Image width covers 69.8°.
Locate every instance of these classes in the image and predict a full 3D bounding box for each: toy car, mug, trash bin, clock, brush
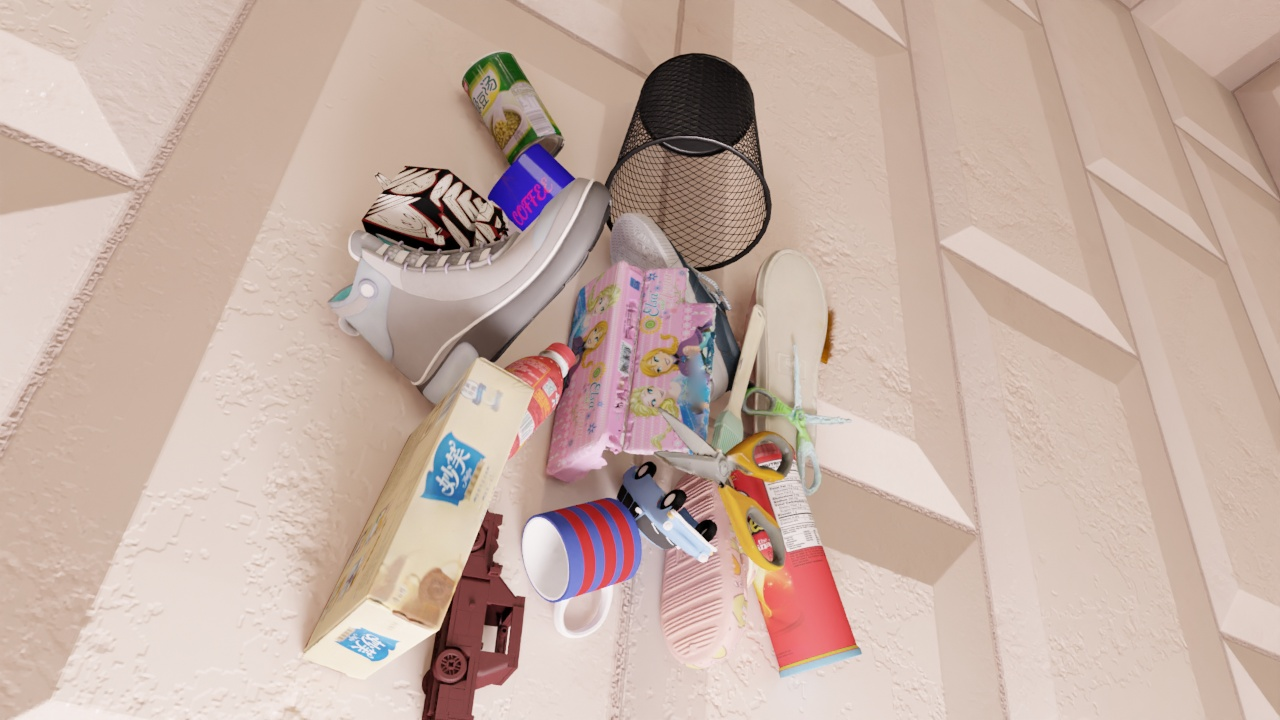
[{"bbox_3d":[-0.127,0.202,0.712,0.062,0.070,0.169,13,54,-15],"label":"toy car"},{"bbox_3d":[-0.101,-0.174,0.981,0.083,0.079,0.111,43,18,-5],"label":"mug"},{"bbox_3d":[0.059,-0.241,1.072,0.184,0.185,0.209,27,44,-20],"label":"trash bin"},{"bbox_3d":[-0.178,-0.106,0.840,0.154,0.115,0.064,24,48,0],"label":"clock"},{"bbox_3d":[0.019,0.138,0.827,0.054,0.153,0.056,-47,109,-3],"label":"toy car"},{"bbox_3d":[-0.049,0.181,0.793,0.076,0.075,0.112,-7,93,-39],"label":"mug"},{"bbox_3d":[0.106,0.019,0.957,0.033,0.012,0.217,45,44,-27],"label":"brush"},{"bbox_3d":[0.223,-0.023,1.151,0.048,0.017,0.126,28,49,-19],"label":"brush"}]

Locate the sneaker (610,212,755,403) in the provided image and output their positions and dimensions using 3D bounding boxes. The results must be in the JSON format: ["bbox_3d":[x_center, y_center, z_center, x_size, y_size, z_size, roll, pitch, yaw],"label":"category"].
[{"bbox_3d":[0.049,-0.061,1.002,0.087,0.089,0.235,-21,83,-41],"label":"sneaker"}]

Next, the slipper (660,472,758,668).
[{"bbox_3d":[0.075,0.191,0.860,0.081,0.093,0.196,27,48,-31],"label":"slipper"}]

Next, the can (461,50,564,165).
[{"bbox_3d":[-0.142,-0.276,1.015,0.067,0.068,0.121,-23,78,-43],"label":"can"}]

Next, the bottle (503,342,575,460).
[{"bbox_3d":[-0.107,0.032,0.846,0.062,0.062,0.137,44,46,-4],"label":"bottle"}]

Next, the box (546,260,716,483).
[{"bbox_3d":[-0.011,-0.002,0.878,0.062,0.161,0.229,50,36,-43],"label":"box"}]

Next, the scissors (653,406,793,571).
[{"bbox_3d":[0.082,0.092,0.815,0.225,0.016,0.174,50,46,-34],"label":"scissors"}]

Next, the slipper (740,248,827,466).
[{"bbox_3d":[0.164,-0.005,1.070,0.114,0.055,0.273,21,63,-28],"label":"slipper"}]

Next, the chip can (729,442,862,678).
[{"bbox_3d":[0.143,0.194,0.907,0.086,0.087,0.213,0,63,-36],"label":"chip can"}]

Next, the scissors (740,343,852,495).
[{"bbox_3d":[0.174,0.064,1.016,0.171,0.021,0.172,8,68,-32],"label":"scissors"}]

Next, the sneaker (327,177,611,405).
[{"bbox_3d":[-0.149,-0.085,0.759,0.160,0.257,0.092,38,29,-11],"label":"sneaker"}]

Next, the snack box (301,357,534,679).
[{"bbox_3d":[-0.163,0.118,0.684,0.055,0.154,0.206,32,48,-17],"label":"snack box"}]
